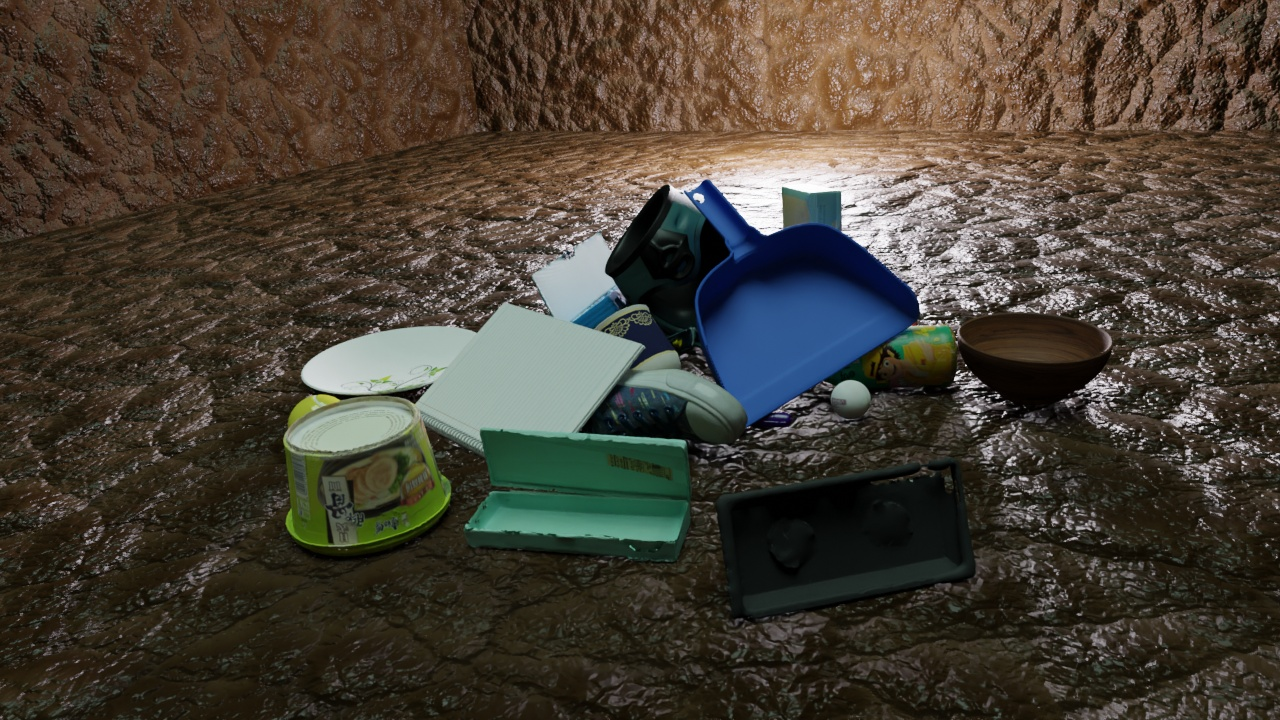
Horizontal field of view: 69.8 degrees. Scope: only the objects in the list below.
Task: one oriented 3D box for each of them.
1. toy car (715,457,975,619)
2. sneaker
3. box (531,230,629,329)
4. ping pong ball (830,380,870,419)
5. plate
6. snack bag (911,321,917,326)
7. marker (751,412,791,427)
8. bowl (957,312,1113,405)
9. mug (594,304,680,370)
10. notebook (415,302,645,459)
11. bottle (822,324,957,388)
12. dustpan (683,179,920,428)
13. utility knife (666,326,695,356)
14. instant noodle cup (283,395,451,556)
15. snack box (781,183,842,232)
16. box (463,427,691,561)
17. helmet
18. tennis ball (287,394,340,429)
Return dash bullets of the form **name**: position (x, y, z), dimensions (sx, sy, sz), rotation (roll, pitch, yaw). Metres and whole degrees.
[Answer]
- **toy car**: position (0.146, 0.129, 0.697), dimensions (0.191, 0.094, 0.071), rotation (-9, 1, -9)
- **sneaker**: position (-0.004, 0.057, 0.930), dimensions (0.236, 0.087, 0.079), rotation (10, 52, 37)
- **box**: position (-0.052, -0.125, 1.304), dimensions (0.094, 0.115, 0.242), rotation (-34, 6, 29)
- **ping pong ball**: position (0.217, 0.041, 0.947), dimensions (0.040, 0.040, 0.040), rotation (-4, 21, 1)
- **plate**: position (-0.304, 0.009, 1.154), dimensions (0.229, 0.030, 0.229), rotation (-4, 21, 1)
- **snack bag**: position (0.299, -0.036, 1.131), dimensions (0.077, 0.036, 0.115), rotation (2, 22, 19)
- **marker**: position (0.090, 0.060, 0.958), dimensions (0.134, 0.015, 0.018), rotation (2, 25, 17)
- **bowl**: position (0.406, 0.005, 0.956), dimensions (0.147, 0.069, 0.147), rotation (-3, 22, 1)
- **mug**: position (-0.006, 0.006, 1.032), dimensions (0.085, 0.112, 0.089), rotation (-24, 68, -27)
- **notebook**: position (-0.131, 0.024, 0.981), dimensions (0.246, 0.013, 0.177), rotation (18, 63, 45)
- **bottle**: position (0.236, -0.002, 1.013), dimensions (0.210, 0.068, 0.068), rotation (-3, 21, 6)
- **dustpan**: position (0.128, -0.091, 0.987), dimensions (0.245, 0.060, 0.257), rotation (-30, 65, -14)
- **utility knife**: position (0.039, -0.017, 1.058), dimensions (0.020, 0.028, 0.173), rotation (-4, -6, -14)
- **instant noodle cup**: position (-0.249, 0.097, 0.822), dimensions (0.146, 0.098, 0.146), rotation (-4, 21, 2)
- **snack box**: position (0.206, -0.112, 1.110), dimensions (0.044, 0.194, 0.141), rotation (-5, 14, -2)
- **box**: position (-0.054, 0.104, 0.772), dimensions (0.188, 0.093, 0.077), rotation (2, 21, 16)
- **helmet**: position (0.076, -0.104, 1.142), dimensions (0.200, 0.176, 0.274), rotation (35, 9, -11)
- **tennis ball**: position (-0.334, 0.068, 0.960), dimensions (0.065, 0.065, 0.065), rotation (-4, 21, 1)
